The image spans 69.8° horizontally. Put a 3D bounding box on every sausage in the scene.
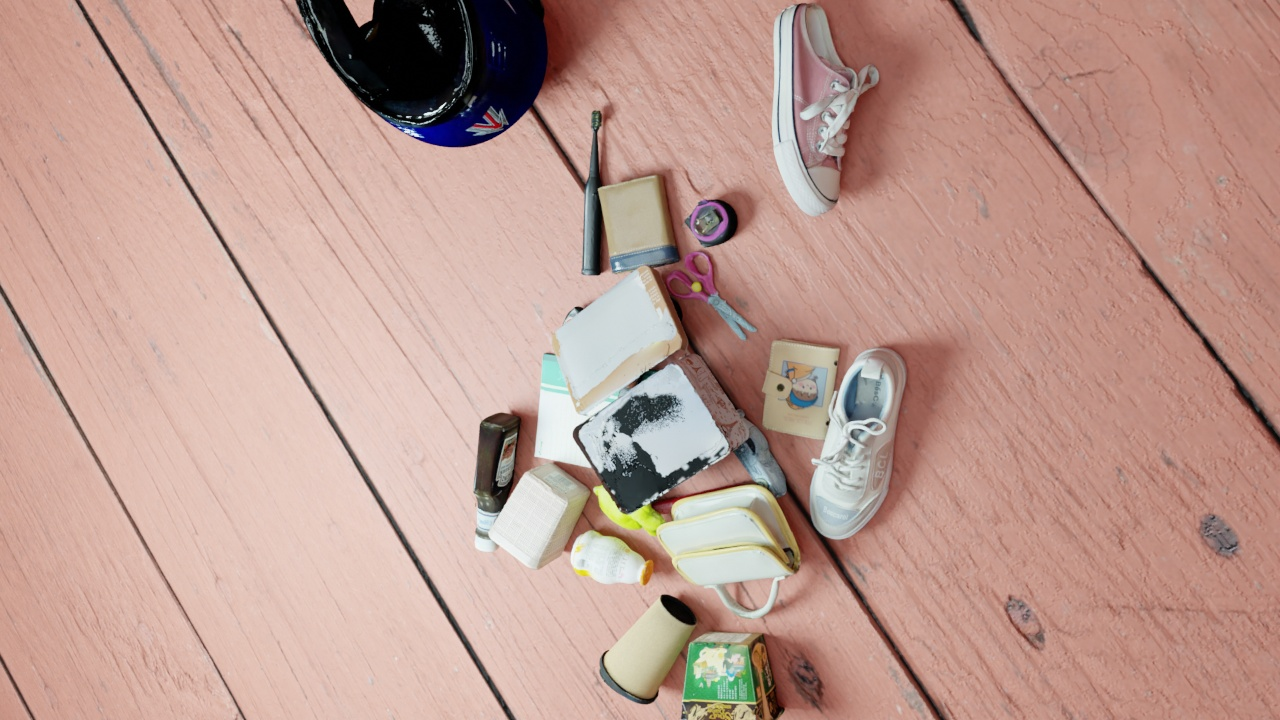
[{"bbox_3d":[0.078,0.182,1.201,0.156,0.020,0.020,-16,91,25],"label":"sausage"}]

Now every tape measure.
[{"bbox_3d":[0.089,-0.170,1.133,0.058,0.039,0.057,-37,82,24],"label":"tape measure"}]

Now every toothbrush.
[{"bbox_3d":[-0.061,-0.218,1.199,0.026,0.027,0.213,-1,100,-21],"label":"toothbrush"}]

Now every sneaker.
[{"bbox_3d":[0.207,-0.287,1.032,0.088,0.118,0.241,-3,91,44],"label":"sneaker"},{"bbox_3d":[0.253,0.105,1.074,0.089,0.090,0.242,18,105,22],"label":"sneaker"}]

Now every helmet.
[{"bbox_3d":[-0.255,-0.419,1.132,0.248,0.239,0.315,-35,95,24],"label":"helmet"}]

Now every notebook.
[{"bbox_3d":[-0.046,0.077,1.245,0.209,0.012,0.150,9,100,23],"label":"notebook"}]

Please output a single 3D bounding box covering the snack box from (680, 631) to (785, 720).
[{"bbox_3d":[0.115,0.406,1.177,0.118,0.117,0.105,-4,84,21],"label":"snack box"}]

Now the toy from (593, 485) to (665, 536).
[{"bbox_3d":[-0.016,0.201,1.223,0.097,0.031,0.100,51,147,-17],"label":"toy"}]

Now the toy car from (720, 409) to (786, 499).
[{"bbox_3d":[0.144,0.117,1.143,0.037,0.054,0.120,-36,83,26],"label":"toy car"}]

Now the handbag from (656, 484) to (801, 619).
[{"bbox_3d":[0.120,0.253,1.151,0.164,0.063,0.179,-20,105,41],"label":"handbag"}]

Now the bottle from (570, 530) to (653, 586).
[{"bbox_3d":[-0.038,0.272,1.241,0.108,0.063,0.063,14,103,22],"label":"bottle"}]

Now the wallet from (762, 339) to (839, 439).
[{"bbox_3d":[0.194,0.034,1.128,0.087,0.024,0.115,9,103,17],"label":"wallet"}]

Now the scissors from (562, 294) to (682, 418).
[{"bbox_3d":[-0.013,0.005,1.206,0.234,0.021,0.221,42,114,14],"label":"scissors"}]

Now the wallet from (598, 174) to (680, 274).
[{"bbox_3d":[-0.003,-0.173,1.175,0.090,0.033,0.115,-11,93,16],"label":"wallet"}]

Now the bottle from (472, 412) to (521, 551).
[{"bbox_3d":[-0.206,0.174,1.292,0.044,0.079,0.195,12,104,16],"label":"bottle"}]

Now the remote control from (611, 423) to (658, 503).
[{"bbox_3d":[-0.009,0.128,1.207,0.053,0.024,0.136,-7,104,28],"label":"remote control"}]

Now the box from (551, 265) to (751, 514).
[{"bbox_3d":[-0.005,0.032,1.134,0.179,0.110,0.259,-34,83,24],"label":"box"}]

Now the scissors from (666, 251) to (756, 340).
[{"bbox_3d":[0.100,-0.082,1.157,0.137,0.017,0.073,38,101,10],"label":"scissors"}]

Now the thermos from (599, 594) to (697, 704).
[{"bbox_3d":[0.011,0.386,1.228,0.093,0.093,0.143,37,102,15],"label":"thermos"}]

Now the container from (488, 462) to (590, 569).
[{"bbox_3d":[-0.135,0.209,1.262,0.090,0.089,0.111,33,107,16],"label":"container"}]
